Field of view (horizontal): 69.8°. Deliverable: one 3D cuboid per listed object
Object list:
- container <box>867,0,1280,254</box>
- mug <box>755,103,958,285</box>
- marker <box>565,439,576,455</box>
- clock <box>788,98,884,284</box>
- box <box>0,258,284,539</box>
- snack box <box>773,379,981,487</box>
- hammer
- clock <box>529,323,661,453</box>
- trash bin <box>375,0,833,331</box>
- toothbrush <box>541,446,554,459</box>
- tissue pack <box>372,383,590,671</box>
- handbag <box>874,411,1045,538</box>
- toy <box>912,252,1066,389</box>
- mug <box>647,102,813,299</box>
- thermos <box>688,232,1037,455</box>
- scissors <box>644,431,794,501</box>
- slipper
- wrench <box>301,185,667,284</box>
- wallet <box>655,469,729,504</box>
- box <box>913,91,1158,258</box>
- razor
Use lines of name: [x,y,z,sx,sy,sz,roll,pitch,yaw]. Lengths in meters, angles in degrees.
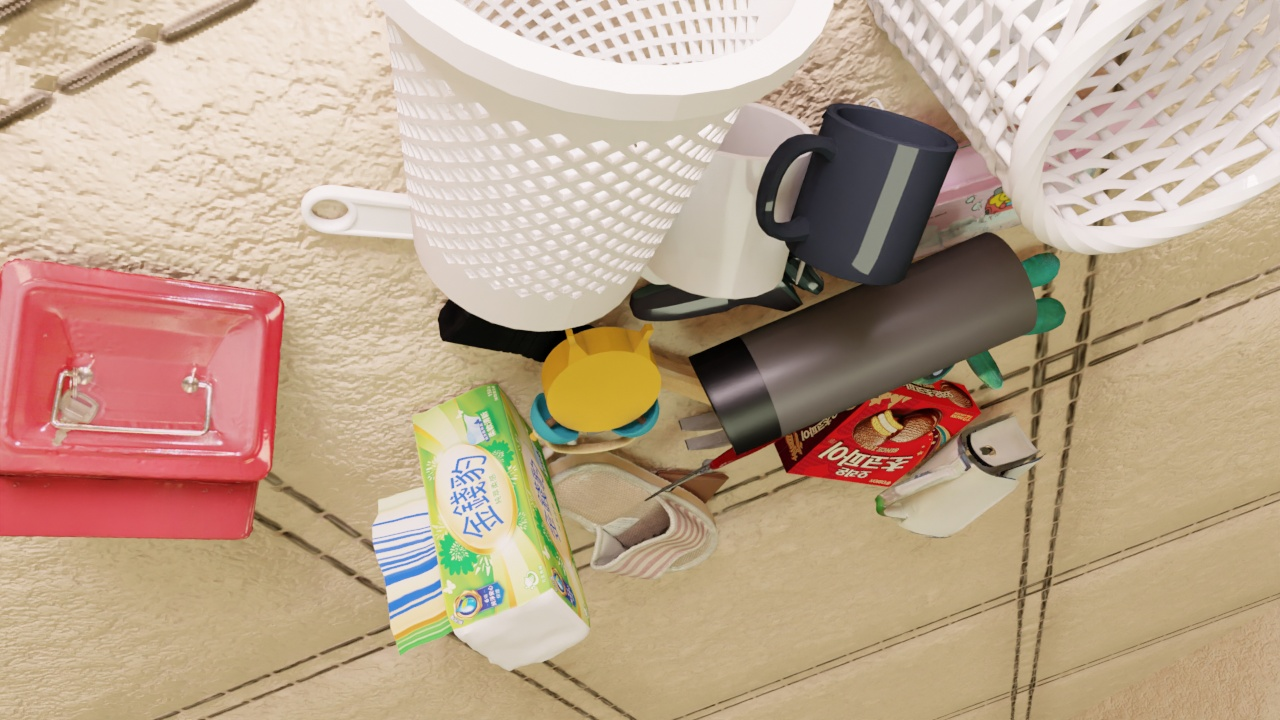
container: [0.233,-0.184,0.458,0.189,0.186,0.190,-12,143,-9]
mug: [0.109,-0.091,0.494,0.105,0.071,0.078,-2,123,-27]
marker: [-0.061,0.066,0.801,0.011,0.011,0.152,-10,143,-11]
clock: [0.127,-0.111,0.592,0.042,0.091,0.121,9,143,-18]
box: [-0.332,0.040,0.596,0.156,0.156,0.171,9,163,-32]
snack box: [0.234,0.067,0.907,0.152,0.035,0.133,12,134,-34]
hammer: [-0.004,0.004,0.726,0.327,0.039,0.131,17,132,-37]
clock: [-0.031,0.025,0.678,0.099,0.043,0.130,-4,136,-16]
trash bin: [-0.039,-0.123,0.440,0.195,0.195,0.200,-5,151,-18]
toothbrush: [-0.147,0.126,0.837,0.181,0.018,0.015,-34,141,19]
tissue pack: [-0.137,0.138,0.706,0.141,0.197,0.120,-23,137,2]
handbag: [0.318,0.136,0.960,0.175,0.074,0.152,-12,151,-32]
toy: [0.263,-0.035,0.768,0.193,0.072,0.131,-17,105,-8]
mug: [0.059,-0.106,0.566,0.121,0.091,0.090,-42,149,-47]
thermos: [0.161,-0.011,0.684,0.240,0.082,0.082,-23,143,0]
scissors: [0.089,0.074,0.785,0.179,0.015,0.185,-30,176,-12]
slipper: [-0.007,0.163,0.893,0.115,0.052,0.263,-30,139,16]
wrench: [-0.076,-0.086,0.597,0.273,0.018,0.066,2,139,-24]
wallet: [0.027,0.152,0.946,0.087,0.013,0.121,8,136,-31]
box: [0.246,-0.132,0.656,0.201,0.066,0.154,-17,171,-2]
razor: [0.063,-0.053,0.679,0.143,0.047,0.052,-14,119,-2]
